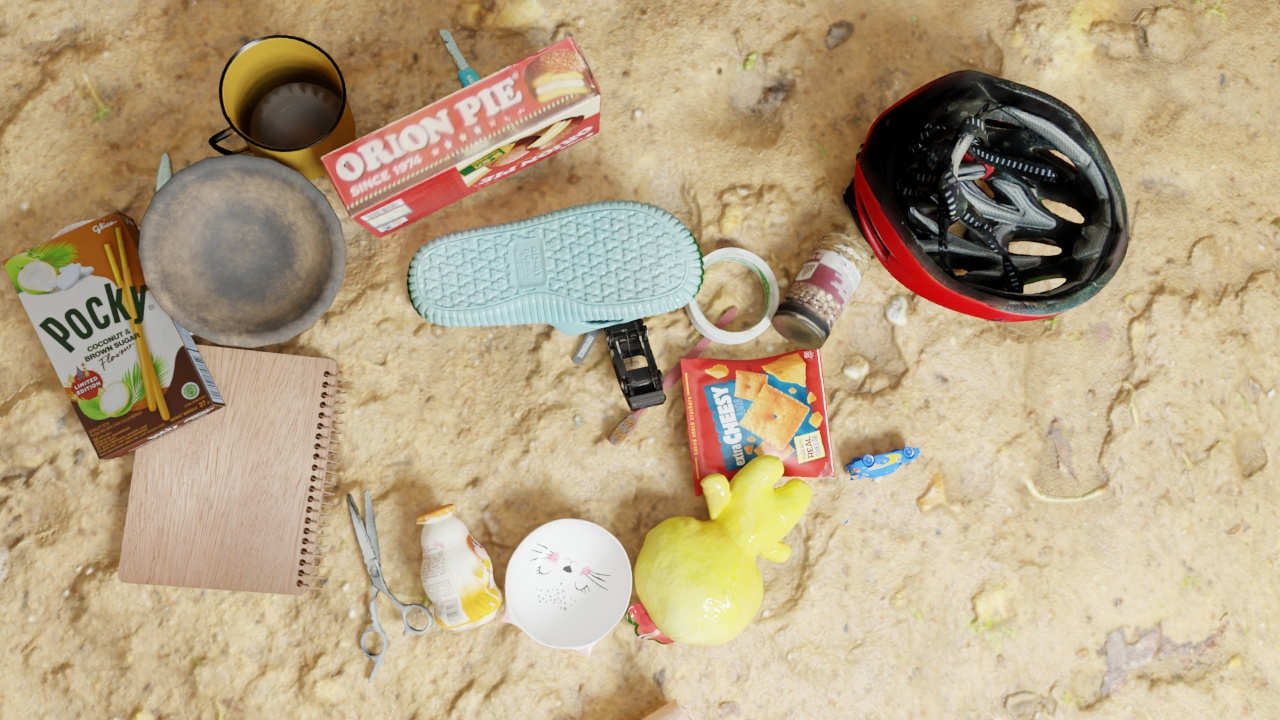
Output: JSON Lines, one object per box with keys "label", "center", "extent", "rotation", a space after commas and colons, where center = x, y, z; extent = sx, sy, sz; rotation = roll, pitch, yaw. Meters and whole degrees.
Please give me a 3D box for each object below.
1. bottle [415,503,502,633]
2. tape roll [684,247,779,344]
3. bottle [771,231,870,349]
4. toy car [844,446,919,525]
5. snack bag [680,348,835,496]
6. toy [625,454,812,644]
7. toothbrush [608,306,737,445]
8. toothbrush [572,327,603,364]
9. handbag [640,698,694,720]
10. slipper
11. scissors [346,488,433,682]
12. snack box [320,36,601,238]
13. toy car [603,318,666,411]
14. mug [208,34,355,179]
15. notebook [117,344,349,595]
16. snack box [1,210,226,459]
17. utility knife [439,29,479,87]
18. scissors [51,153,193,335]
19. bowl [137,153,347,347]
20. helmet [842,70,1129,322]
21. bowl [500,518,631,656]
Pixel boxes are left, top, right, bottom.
{"label": "bottle", "center": [-0.166, 0.184, 0.820], "extent": [0.063, 0.063, 0.109], "rotation": [-19, 89, -11]}
{"label": "tape roll", "center": [0.089, -0.063, 0.899], "extent": [0.093, 0.018, 0.093], "rotation": [2, 80, -10]}
{"label": "bottle", "center": [0.176, -0.068, 0.892], "extent": [0.056, 0.056, 0.105], "rotation": [35, 73, -6]}
{"label": "toy car", "center": [0.236, 0.122, 0.904], "extent": [0.092, 0.033, 0.062], "rotation": [-10, 81, -10]}
{"label": "snack bag", "center": [0.113, 0.057, 0.887], "extent": [0.144, 0.039, 0.130], "rotation": [-5, 86, -14]}
{"label": "toy", "center": [0.075, 0.181, 0.846], "extent": [0.134, 0.092, 0.207], "rotation": [41, 78, -17]}
{"label": "toothbrush", "center": [0.034, 0.013, 0.891], "extent": [0.015, 0.016, 0.184], "rotation": [43, 79, -1]}
{"label": "toothbrush", "center": [-0.021, -0.069, 0.890], "extent": [0.013, 0.013, 0.167], "rotation": [31, 84, -6]}
{"label": "handbag", "center": [0.016, 0.388, 0.772], "extent": [0.198, 0.187, 0.116], "rotation": [-31, 98, -6]}
{"label": "slipper", "center": [-0.079, -0.082, 0.855], "extent": [0.276, 0.069, 0.116], "rotation": [-6, 86, 5]}
{"label": "scissors", "center": [-0.246, 0.203, 0.830], "extent": [0.120, 0.014, 0.159], "rotation": [-44, 81, 7]}
{"label": "snack box", "center": [-0.150, -0.192, 0.812], "extent": [0.236, 0.113, 0.060], "rotation": [-27, 90, -3]}
{"label": "toy car", "center": [-0.005, 0.005, 0.867], "extent": [0.040, 0.037, 0.092], "rotation": [-13, 63, -9]}
{"label": "mug", "center": [-0.316, -0.212, 0.808], "extent": [0.123, 0.094, 0.100], "rotation": [-32, 90, -12]}
{"label": "notebook", "center": [-0.357, 0.096, 0.816], "extent": [0.169, 0.022, 0.210], "rotation": [6, 85, -8]}
{"label": "snack box", "center": [-0.448, -0.021, 0.785], "extent": [0.101, 0.032, 0.186], "rotation": [-27, 89, -8]}
{"label": "utility knife", "center": [-0.156, -0.252, 0.879], "extent": [0.022, 0.015, 0.149], "rotation": [-31, 89, -4]}
{"label": "scissors", "center": [-0.445, -0.103, 0.820], "extent": [0.175, 0.013, 0.170], "rotation": [-2, 86, -10]}
{"label": "bowl", "center": [-0.339, -0.094, 0.796], "extent": [0.162, 0.070, 0.162], "rotation": [-2, 96, -17]}
{"label": "helmet", "center": [0.327, -0.146, 0.874], "extent": [0.272, 0.167, 0.217], "rotation": [23, 82, -7]}
{"label": "bowl", "center": [-0.068, 0.201, 0.841], "extent": [0.114, 0.051, 0.114], "rotation": [1, 86, -9]}
